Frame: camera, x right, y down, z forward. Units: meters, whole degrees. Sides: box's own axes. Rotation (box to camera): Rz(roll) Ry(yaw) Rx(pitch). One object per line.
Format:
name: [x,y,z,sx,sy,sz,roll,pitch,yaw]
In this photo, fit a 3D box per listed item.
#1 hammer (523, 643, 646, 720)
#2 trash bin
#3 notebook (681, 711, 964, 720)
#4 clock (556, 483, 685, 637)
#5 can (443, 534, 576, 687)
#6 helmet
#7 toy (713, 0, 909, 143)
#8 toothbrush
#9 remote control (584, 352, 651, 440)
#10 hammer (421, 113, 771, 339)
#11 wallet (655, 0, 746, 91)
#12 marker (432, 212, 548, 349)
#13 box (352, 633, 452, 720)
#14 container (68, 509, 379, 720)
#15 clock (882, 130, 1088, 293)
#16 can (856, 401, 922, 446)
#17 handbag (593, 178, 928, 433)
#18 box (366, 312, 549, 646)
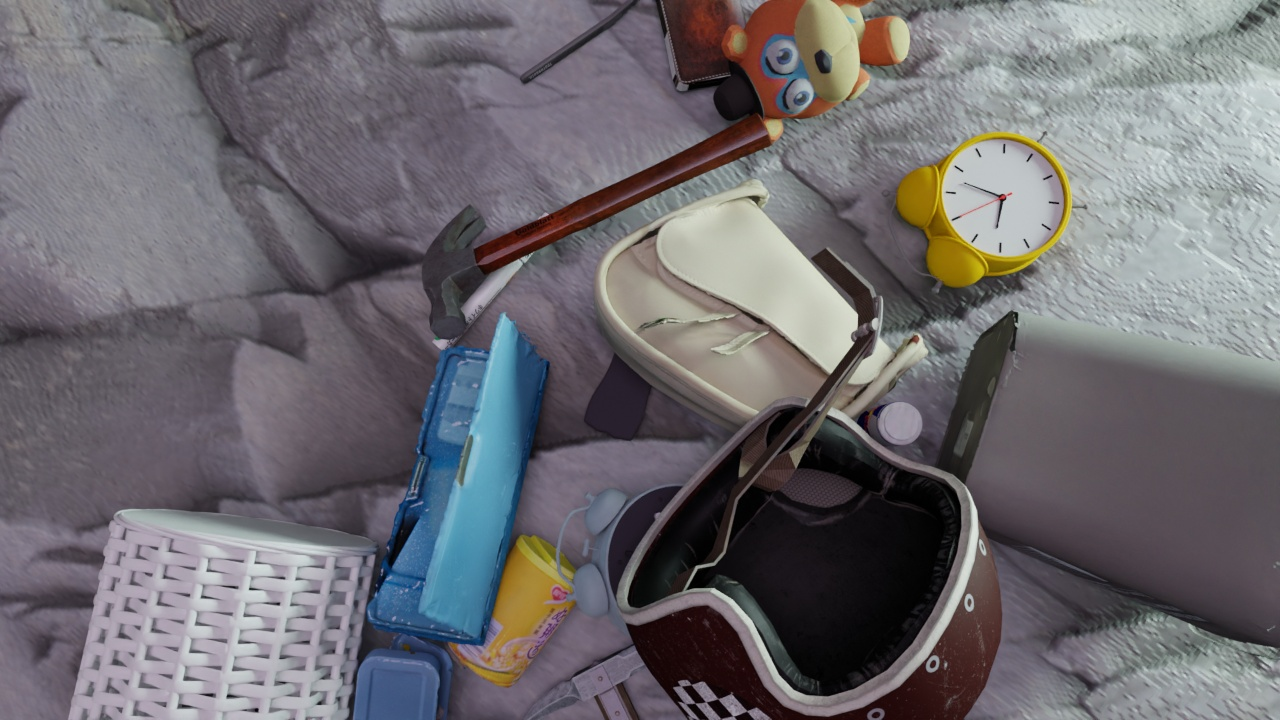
hammer: [0.031,0.381,0.709,0.147,0.028,0.316,-27,82,-2]
trash bin: [0.344,0.074,0.660,0.220,0.197,0.197,18,84,10]
notebook: [0.137,0.268,0.652,0.169,0.029,0.209,-29,45,-16]
clock: [0.012,0.155,0.703,0.159,0.045,0.122,16,70,-17]
can: [-0.096,0.195,0.718,0.067,0.067,0.105,37,86,6]
helmet: [0.106,0.132,0.593,0.253,0.235,0.232,42,46,-5]
toy: [0.136,-0.253,0.753,0.176,0.096,0.112,-31,120,2]
toothbrush: [-0.036,-0.293,0.805,0.167,0.013,0.013,-35,83,-2]
remote control: [-0.005,0.005,0.767,0.046,0.009,0.124,22,82,6]
hammer: [-0.039,-0.122,0.735,0.301,0.028,0.111,-24,51,7]
wallet: [0.053,-0.299,0.790,0.072,0.019,0.123,-12,87,-7]
marker: [-0.123,-0.066,0.778,0.017,0.017,0.145,39,86,6]
box: [-0.184,0.313,0.702,0.069,0.064,0.210,7,96,-2]
container: [-0.299,0.214,0.664,0.189,0.189,0.186,8,82,3]
clock: [0.278,-0.123,0.751,0.152,0.052,0.113,-24,82,-5]
can: [0.191,0.050,0.710,0.032,0.095,0.032,0,84,3]
handbag: [0.086,-0.034,0.703,0.184,0.132,0.229,-41,83,-8]
box: [-0.139,0.082,0.681,0.094,0.110,0.231,8,65,8]
